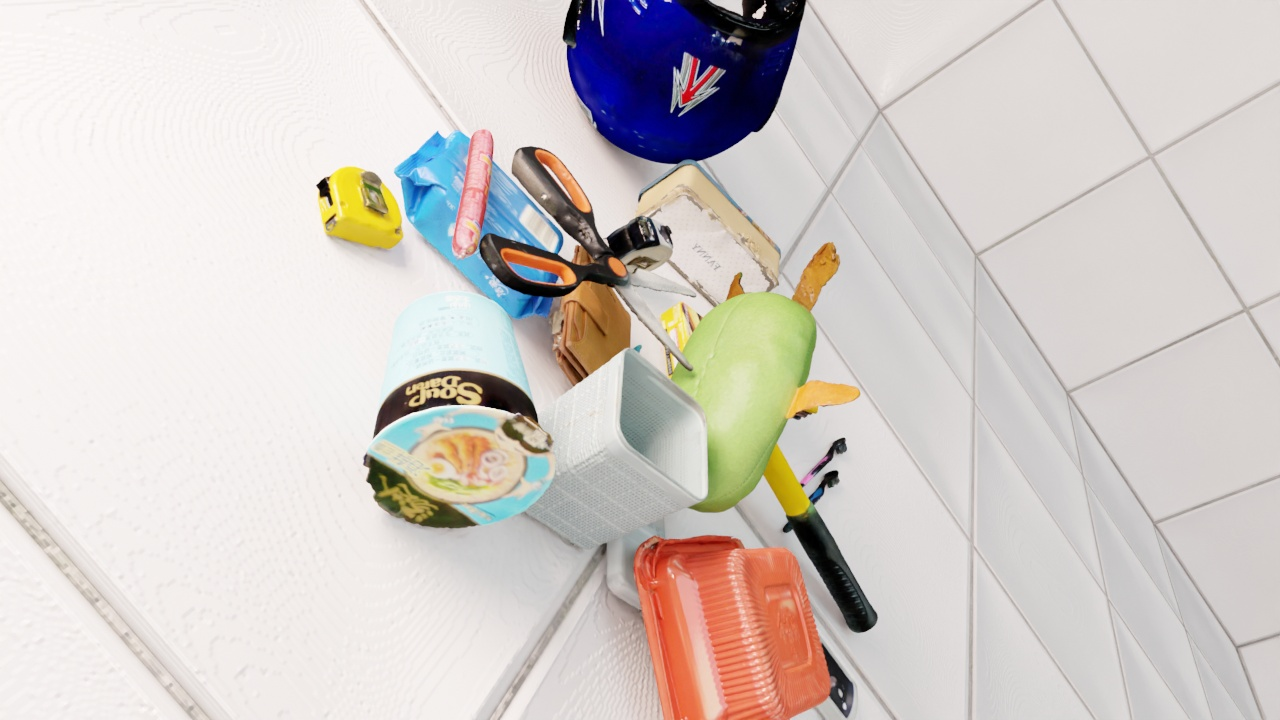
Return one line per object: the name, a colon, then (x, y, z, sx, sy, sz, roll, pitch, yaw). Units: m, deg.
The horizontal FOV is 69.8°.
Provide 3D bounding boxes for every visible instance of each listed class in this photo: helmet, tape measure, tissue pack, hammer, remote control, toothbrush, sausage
helmet: (0.040, -0.362, 1.013, 0.247, 0.241, 0.314, 19, 52, -18)
tape measure: (-0.002, -0.109, 0.893, 0.066, 0.066, 0.033, 4, 63, -53)
tissue pack: (-0.122, -0.106, 0.719, 0.157, 0.052, 0.094, 45, 29, -21)
hammer: (0.151, 0.141, 0.868, 0.301, 0.129, 0.032, 59, 25, -19)
remote control: (0.144, 0.255, 0.812, 0.150, 0.021, 0.058, 53, 29, -7)
toothbrush: (0.186, 0.152, 0.987, 0.189, 0.014, 0.016, -25, 107, -60)
remote control: (-0.004, 0.127, 0.708, 0.056, 0.020, 0.135, 38, 34, -34)
tape measure: (-0.193, -0.108, 0.636, 0.060, 0.029, 0.057, 14, 50, -52)
sausage: (-0.119, -0.122, 0.662, 0.020, 0.020, 0.155, 36, 35, -34)
toothbrush: (0.210, 0.120, 1.055, 0.188, 0.014, 0.018, -25, 96, -60)

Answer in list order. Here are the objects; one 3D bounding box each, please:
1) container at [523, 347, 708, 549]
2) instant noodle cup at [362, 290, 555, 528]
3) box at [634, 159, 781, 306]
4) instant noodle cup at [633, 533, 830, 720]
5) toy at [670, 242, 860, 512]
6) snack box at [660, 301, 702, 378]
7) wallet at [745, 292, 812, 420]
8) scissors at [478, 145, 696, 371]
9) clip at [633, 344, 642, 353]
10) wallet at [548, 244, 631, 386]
container: (-0.023, 0.067, 0.642, 0.090, 0.112, 0.089, 39, 35, -29)
instant noodle cup: (-0.112, 0.023, 0.565, 0.111, 0.111, 0.120, 34, 30, -37)
box: (0.071, -0.137, 1.010, 0.184, 0.090, 0.061, 44, 38, -27)
instant noodle cup: (0.075, 0.205, 0.680, 0.188, 0.079, 0.164, 14, 57, -57)
toy: (0.081, 0.018, 0.751, 0.090, 0.227, 0.246, 40, 63, -31)
snack box: (0.078, 0.010, 0.937, 0.140, 0.034, 0.086, 37, 34, -38)
wallet: (0.142, -0.003, 0.988, 0.101, 0.032, 0.124, 34, 37, -50)
scissors: (-0.040, -0.080, 0.719, 0.234, 0.022, 0.220, -3, 59, -51)
clip: (-0.004, 0.006, 0.833, 0.034, 0.013, 0.054, 58, 27, 2)
wallet: (-0.038, -0.021, 0.767, 0.131, 0.031, 0.108, -88, 155, -47)
